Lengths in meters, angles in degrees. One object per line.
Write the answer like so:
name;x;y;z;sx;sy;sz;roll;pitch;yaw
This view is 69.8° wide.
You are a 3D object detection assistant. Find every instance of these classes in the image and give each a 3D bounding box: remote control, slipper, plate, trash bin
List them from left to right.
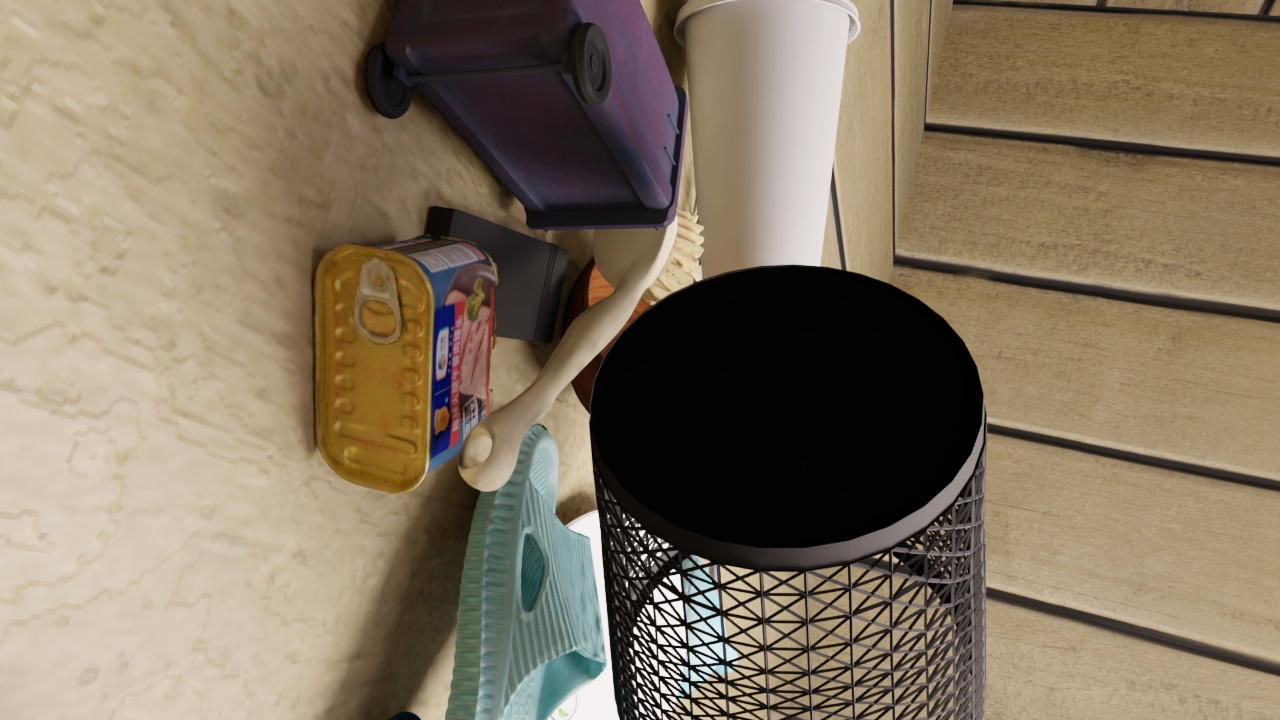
remote control;-0.074;-0.041;0.483;0.133;0.013;0.058;8;93;-71
slipper;-0.060;0.159;0.487;0.116;0.069;0.275;75;19;-58
trash bin;-0.037;-0.122;0.424;0.161;0.094;0.092;45;49;-66
plate;-0.042;0.220;0.661;0.228;0.030;0.229;-4;95;-54
trash bin;0.075;0.097;0.467;0.244;0.217;0.216;79;29;-44

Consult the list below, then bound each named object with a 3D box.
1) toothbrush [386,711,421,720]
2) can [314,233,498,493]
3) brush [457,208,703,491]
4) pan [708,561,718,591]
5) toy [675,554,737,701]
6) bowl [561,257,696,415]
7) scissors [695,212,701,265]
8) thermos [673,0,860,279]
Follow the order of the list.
toothbrush;-0.152;0.190;0.395;0.017;0.016;0.189;-66;161;6
can;-0.096;-0.002;0.384;0.058;0.054;0.100;-36;135;-65
brush;-0.024;-0.021;0.465;0.062;0.077;0.271;-44;-170;34
pan;0.066;0.089;0.819;0.200;0.050;0.357;-103;-165;-51
toy;0.033;0.260;0.834;0.181;0.115;0.182;96;7;-45
bowl;-0.004;0.004;0.600;0.147;0.069;0.147;30;45;-35
scissors;0.080;-0.108;0.747;0.014;0.131;0.071;29;75;-33
thermos;0.088;-0.154;0.658;0.131;0.132;0.222;1;90;-71
